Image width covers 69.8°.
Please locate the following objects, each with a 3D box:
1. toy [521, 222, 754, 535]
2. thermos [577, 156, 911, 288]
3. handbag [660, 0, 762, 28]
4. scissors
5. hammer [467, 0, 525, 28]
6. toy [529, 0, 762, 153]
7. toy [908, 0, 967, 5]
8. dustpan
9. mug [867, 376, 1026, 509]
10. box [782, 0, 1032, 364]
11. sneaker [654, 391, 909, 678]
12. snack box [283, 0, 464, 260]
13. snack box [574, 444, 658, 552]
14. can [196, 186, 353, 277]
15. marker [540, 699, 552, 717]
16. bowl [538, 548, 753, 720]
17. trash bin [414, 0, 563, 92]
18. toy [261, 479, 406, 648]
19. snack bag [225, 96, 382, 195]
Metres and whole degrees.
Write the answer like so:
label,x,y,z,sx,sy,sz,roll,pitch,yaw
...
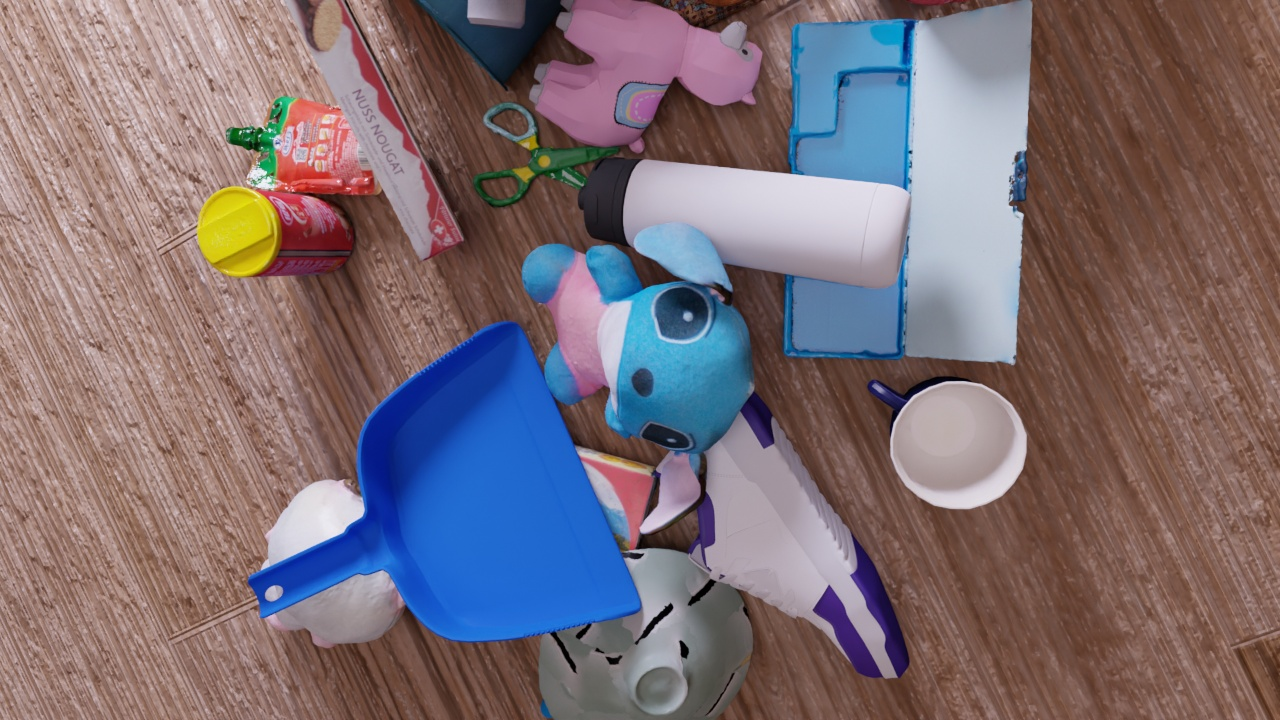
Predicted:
label,x,y,z,sx,sy,sz,roll,pitch,yaw
toy,-0.004,0.004,0.660,0.192,0.098,0.224,22,123,40
thermos,0.072,-0.106,0.653,0.230,0.101,0.069,11,116,18
handbag,0.101,-0.316,0.674,0.196,0.043,0.093,-15,93,10
scissors,-0.076,-0.169,0.739,0.132,0.012,0.108,-9,93,13
hammer,0.043,-0.277,0.602,0.312,0.035,0.139,-3,110,-25
toy,0.006,-0.211,0.683,0.157,0.067,0.124,17,128,-13
toy,0.230,-0.322,0.589,0.098,0.147,0.216,34,87,-18
dustpan,-0.167,0.127,0.690,0.257,0.059,0.245,-25,77,2
mug,0.209,0.046,0.654,0.112,0.089,0.086,35,101,7
box,0.189,-0.121,0.661,0.176,0.060,0.243,4,96,29
sneaker,0.098,0.147,0.691,0.111,0.091,0.244,-34,84,14
snack box,-0.206,-0.208,0.672,0.044,0.076,0.273,-26,117,-5
snack box,-0.071,0.138,0.748,0.142,0.040,0.145,15,98,9
can,-0.287,-0.101,0.733,0.067,0.124,0.067,1,96,11
marker,-0.036,0.258,0.766,0.123,0.015,0.018,-41,89,10
bowl,0.009,0.237,0.700,0.174,0.068,0.174,-1,99,-9
trash bin,-0.105,-0.351,0.646,0.219,0.196,0.199,-45,85,6
toy,-0.269,0.180,0.774,0.180,0.101,0.139,-32,85,36
snack bag,-0.278,-0.181,0.766,0.155,0.044,0.087,8,78,13
